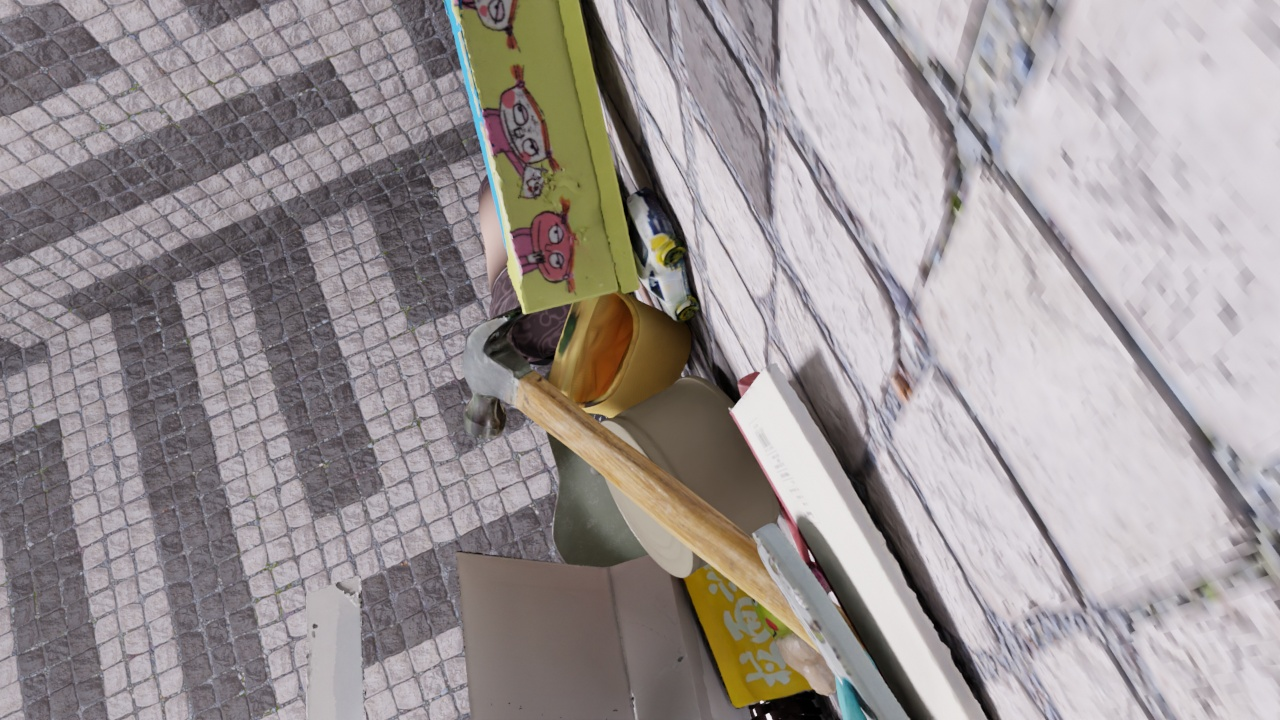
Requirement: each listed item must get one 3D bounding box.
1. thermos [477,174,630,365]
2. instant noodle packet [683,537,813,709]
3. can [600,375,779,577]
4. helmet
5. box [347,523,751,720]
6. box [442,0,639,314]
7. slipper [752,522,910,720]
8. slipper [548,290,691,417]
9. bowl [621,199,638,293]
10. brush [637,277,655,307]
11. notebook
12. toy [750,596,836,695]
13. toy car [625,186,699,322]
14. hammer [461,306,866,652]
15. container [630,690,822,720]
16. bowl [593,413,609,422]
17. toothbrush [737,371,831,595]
[{"bbox_3d":[-0.119,-0.131,1.143,0.173,0.173,0.226,71,180,-59],"label":"thermos"},{"bbox_3d":[0.101,0.211,0.903,0.221,0.084,0.163,-55,-57,-81],"label":"instant noodle packet"},{"bbox_3d":[0.031,0.083,0.660,0.128,0.073,0.128,49,154,34],"label":"can"},{"bbox_3d":[-0.005,0.112,1.006,0.268,0.154,0.226,61,-162,-23],"label":"helmet"},{"bbox_3d":[-0.034,0.238,0.742,0.418,0.108,0.166,30,-141,-49],"label":"box"},{"bbox_3d":[-0.067,-0.153,0.577,0.124,0.079,0.221,-126,24,-67],"label":"box"},{"bbox_3d":[0.118,0.203,0.437,0.268,0.055,0.098,58,179,24],"label":"slipper"},{"bbox_3d":[-0.004,0.004,0.735,0.078,0.099,0.263,25,-178,13],"label":"slipper"},{"bbox_3d":[-0.028,-0.100,0.775,0.124,0.052,0.124,155,92,-87],"label":"bowl"},{"bbox_3d":[0.007,-0.066,0.858,0.135,0.015,0.050,60,176,-9],"label":"brush"},{"bbox_3d":[0.101,0.104,0.422,0.208,0.012,0.153,61,176,8],"label":"notebook"},{"bbox_3d":[0.121,0.210,0.727,0.092,0.043,0.117,74,169,-63],"label":"toy"},{"bbox_3d":[0.012,-0.064,0.600,0.048,0.033,0.105,62,176,33],"label":"toy car"},{"bbox_3d":[0.004,0.077,0.576,0.330,0.033,0.132,35,134,26],"label":"hammer"},{"bbox_3d":[0.074,0.420,1.038,0.243,0.247,0.245,69,-170,26],"label":"container"},{"bbox_3d":[0.022,0.066,0.878,0.067,0.120,0.120,-47,59,42],"label":"bowl"},{"bbox_3d":[0.089,0.083,0.552,0.016,0.016,0.190,54,168,54],"label":"toothbrush"}]
